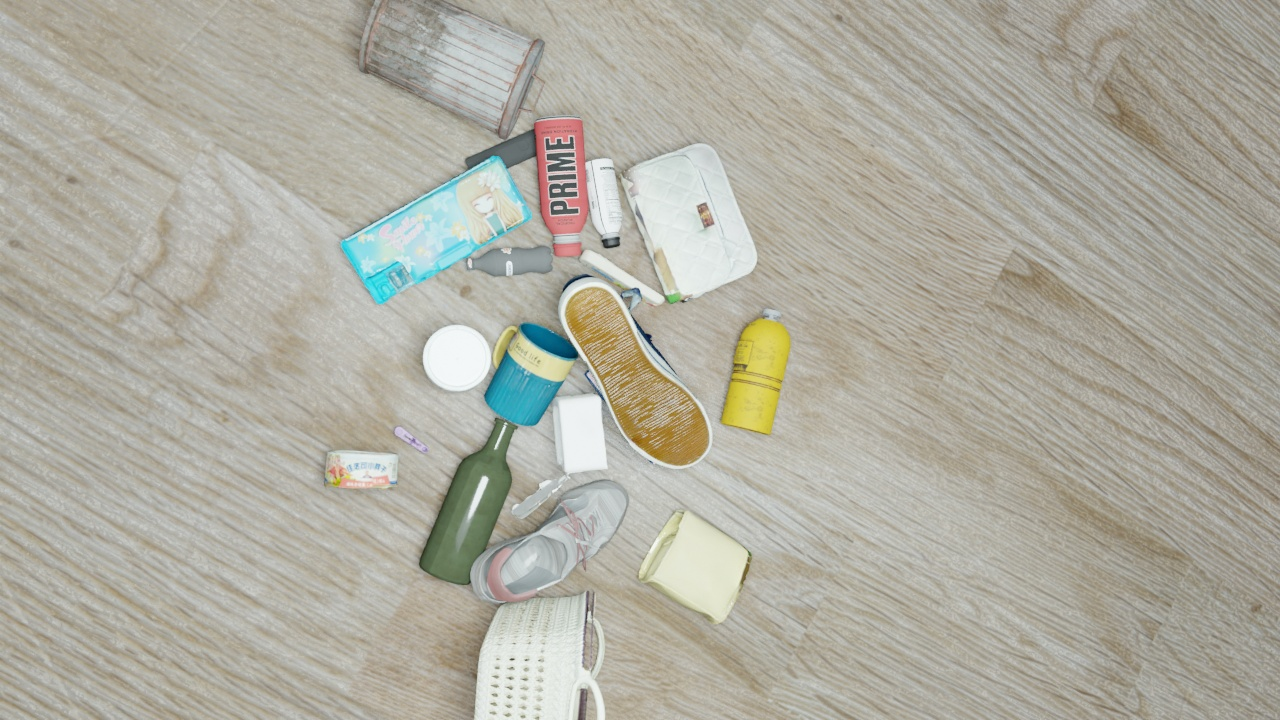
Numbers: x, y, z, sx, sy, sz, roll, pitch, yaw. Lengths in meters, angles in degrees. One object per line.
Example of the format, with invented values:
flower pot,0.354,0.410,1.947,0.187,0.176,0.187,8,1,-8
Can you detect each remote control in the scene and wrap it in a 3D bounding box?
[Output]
remote control,-0.024,-0.108,1.217,0.125,0.038,0.018,32,82,-9
remote control,-0.159,-0.279,1.206,0.146,0.015,0.033,-27,93,-11

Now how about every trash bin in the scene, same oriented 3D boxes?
trash bin,-0.224,-0.371,1.139,0.211,0.131,0.130,23,83,-9

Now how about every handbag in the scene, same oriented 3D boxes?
handbag,0.066,-0.185,1.221,0.138,0.072,0.195,-23,92,-11
handbag,0.075,0.271,1.207,0.119,0.081,0.111,33,75,-7

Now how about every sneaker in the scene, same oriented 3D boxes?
sneaker,-0.094,0.226,1.140,0.235,0.090,0.099,-32,102,-29
sneaker,-0.007,0.007,1.167,0.121,0.127,0.294,-34,111,1

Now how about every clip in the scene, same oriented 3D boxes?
clip,-0.290,0.101,1.162,0.051,0.033,0.013,38,80,-9

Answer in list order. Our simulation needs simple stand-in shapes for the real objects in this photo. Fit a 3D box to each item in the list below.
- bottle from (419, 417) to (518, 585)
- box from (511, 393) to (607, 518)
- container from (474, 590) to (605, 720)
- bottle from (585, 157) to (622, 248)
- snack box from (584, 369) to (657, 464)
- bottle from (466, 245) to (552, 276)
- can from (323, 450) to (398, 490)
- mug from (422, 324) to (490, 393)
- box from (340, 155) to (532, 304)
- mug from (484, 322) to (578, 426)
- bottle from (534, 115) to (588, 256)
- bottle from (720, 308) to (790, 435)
bottle,-0.207,0.173,1.152,0.071,0.071,0.206,23,84,-10
box,-0.094,0.126,1.161,0.101,0.111,0.189,15,86,-9
container,-0.113,0.377,1.085,0.143,0.251,0.184,3,90,-2
bottle,-0.047,-0.207,1.214,0.041,0.041,0.116,-10,90,-12
snack box,0.005,0.052,1.220,0.088,0.033,0.154,-37,96,-10
bottle,-0.169,-0.128,1.188,0.109,0.036,0.036,-5,89,-12
can,-0.340,0.133,1.118,0.086,0.086,0.043,3,86,-12
mug,-0.227,-0.001,1.136,0.082,0.106,0.082,1,87,-12
box,-0.255,-0.165,1.160,0.226,0.039,0.094,-31,103,-8
mug,-0.147,0.010,1.160,0.083,0.113,0.107,7,118,-49
bottle,-0.100,-0.223,1.188,0.062,0.062,0.176,-5,99,-12
bottle,0.159,0.013,1.234,0.071,0.071,0.163,15,85,-11
